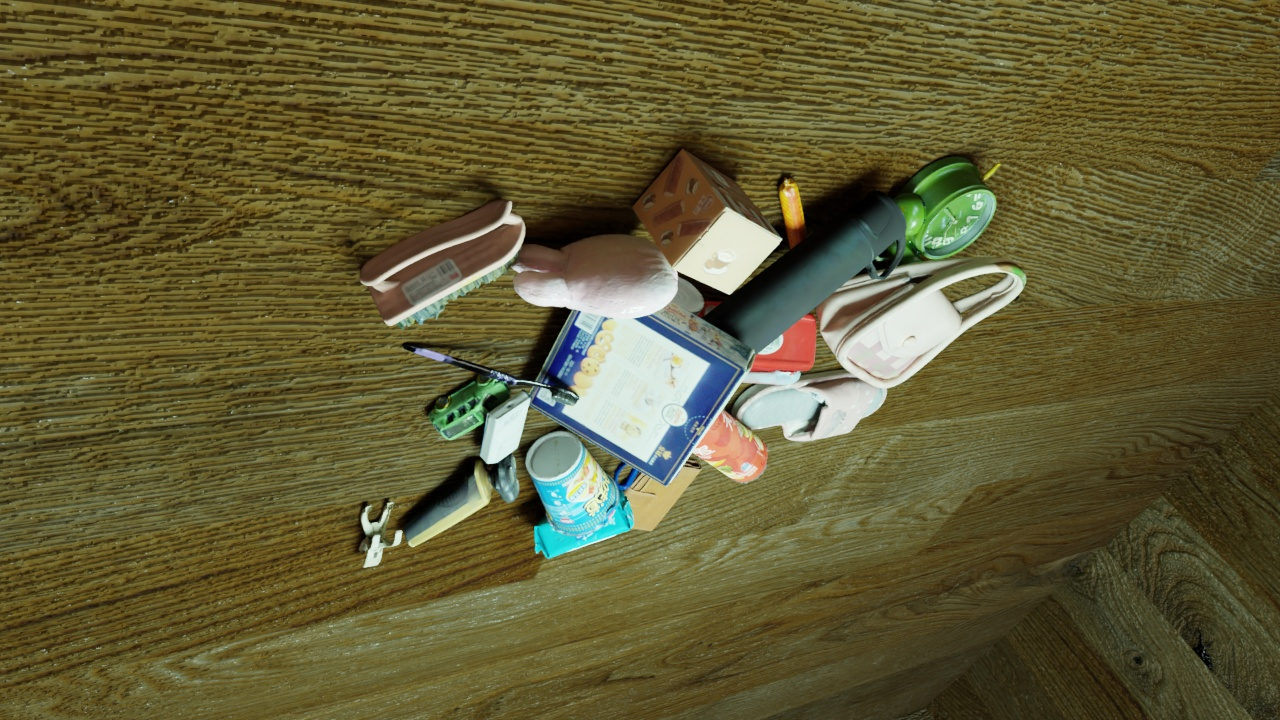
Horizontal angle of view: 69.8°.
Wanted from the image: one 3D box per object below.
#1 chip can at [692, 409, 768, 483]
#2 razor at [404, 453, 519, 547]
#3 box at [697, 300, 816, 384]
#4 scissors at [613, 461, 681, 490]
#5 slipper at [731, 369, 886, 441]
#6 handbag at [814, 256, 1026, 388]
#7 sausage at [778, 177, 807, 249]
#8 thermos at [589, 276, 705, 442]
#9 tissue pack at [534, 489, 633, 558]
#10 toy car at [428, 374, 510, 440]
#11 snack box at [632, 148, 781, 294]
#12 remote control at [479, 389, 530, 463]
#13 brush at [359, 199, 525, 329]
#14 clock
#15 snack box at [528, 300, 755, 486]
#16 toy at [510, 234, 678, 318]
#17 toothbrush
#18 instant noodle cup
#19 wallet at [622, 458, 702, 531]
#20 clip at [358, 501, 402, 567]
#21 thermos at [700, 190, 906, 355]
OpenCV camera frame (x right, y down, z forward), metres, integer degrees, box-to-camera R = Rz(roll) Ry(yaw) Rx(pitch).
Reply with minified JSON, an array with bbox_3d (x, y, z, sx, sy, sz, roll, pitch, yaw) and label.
[{"bbox_3d":[0.088,0.092,1.164,0.073,0.073,0.216,-38,142,11],"label":"chip can"},{"bbox_3d":[-0.212,0.170,1.084,0.168,0.062,0.067,-34,115,14],"label":"razor"},{"bbox_3d":[0.109,-0.022,1.091,0.200,0.100,0.095,3,91,-39],"label":"box"},{"bbox_3d":[0.014,0.107,1.182,0.163,0.012,0.162,-36,134,0],"label":"scissors"},{"bbox_3d":[0.247,0.068,1.284,0.273,0.054,0.114,0,135,-33],"label":"slipper"},{"bbox_3d":[0.347,-0.062,1.115,0.235,0.093,0.193,-27,152,24],"label":"handbag"},{"bbox_3d":[0.170,-0.142,1.003,0.021,0.021,0.165,-29,145,-2],"label":"sausage"},{"bbox_3d":[-0.006,0.006,1.019,0.070,0.070,0.221,1,134,-36],"label":"thermos"},{"bbox_3d":[-0.074,0.212,1.189,0.133,0.050,0.093,-20,179,3],"label":"tissue pack"},{"bbox_3d":[-0.180,0.049,0.976,0.091,0.036,0.043,-35,143,-1],"label":"toy car"},{"bbox_3d":[0.063,-0.131,0.878,0.092,0.094,0.077,18,123,-47],"label":"snack box"},{"bbox_3d":[-0.148,0.075,1.006,0.048,0.024,0.125,-37,165,-28],"label":"remote control"},{"bbox_3d":[-0.167,-0.089,0.793,0.145,0.063,0.073,-28,155,-4],"label":"brush"},{"bbox_3d":[0.339,-0.166,1.065,0.161,0.056,0.116,-27,144,-3],"label":"clock"},{"bbox_3d":[-0.005,0.018,0.957,0.182,0.045,0.178,31,123,-1],"label":"snack box"},{"bbox_3d":[-0.043,-0.081,0.851,0.159,0.121,0.054,0,125,-15],"label":"toy"},{"bbox_3d":[-0.147,0.015,0.923,0.189,0.016,0.014,18,137,-22],"label":"toothbrush"},{"bbox_3d":[-0.087,0.144,1.113,0.099,0.099,0.110,-27,136,-4],"label":"instant noodle cup"},{"bbox_3d":[0.008,0.185,1.279,0.119,0.035,0.131,9,125,-45],"label":"wallet"},{"bbox_3d":[-0.311,0.195,1.074,0.034,0.086,0.104,-7,166,-31],"label":"clip"},{"bbox_3d":[0.183,-0.080,0.987,0.242,0.068,0.090,-37,102,-8],"label":"thermos"}]
